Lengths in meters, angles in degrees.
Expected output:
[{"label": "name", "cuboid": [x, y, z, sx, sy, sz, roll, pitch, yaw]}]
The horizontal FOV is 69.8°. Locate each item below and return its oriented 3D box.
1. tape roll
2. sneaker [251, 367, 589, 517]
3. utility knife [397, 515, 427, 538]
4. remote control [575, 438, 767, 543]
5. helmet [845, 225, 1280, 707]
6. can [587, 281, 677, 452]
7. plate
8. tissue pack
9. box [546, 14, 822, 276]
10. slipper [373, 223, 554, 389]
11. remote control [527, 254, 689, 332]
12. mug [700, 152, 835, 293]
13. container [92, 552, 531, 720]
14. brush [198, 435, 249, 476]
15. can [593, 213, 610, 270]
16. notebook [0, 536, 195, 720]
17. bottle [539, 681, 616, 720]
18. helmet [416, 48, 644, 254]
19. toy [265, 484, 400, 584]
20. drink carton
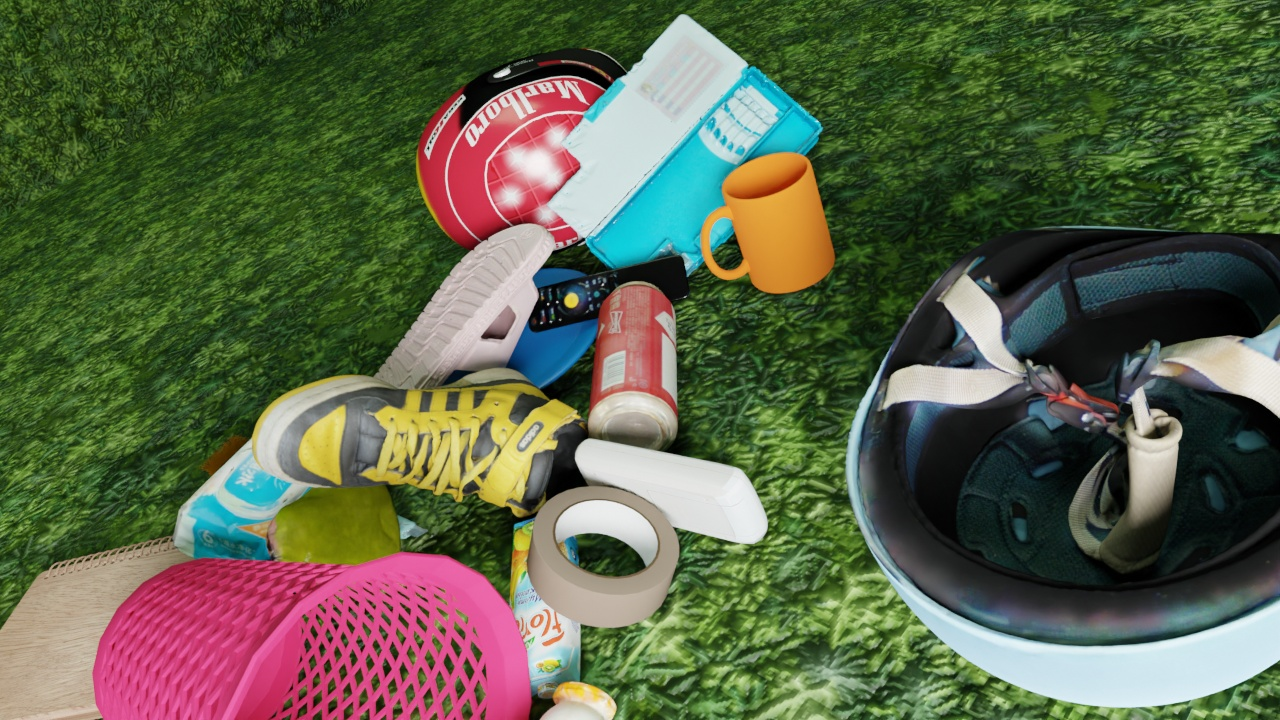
[{"label": "tape roll", "cuboid": [-0.024, 0.123, 0.584, 0.093, 0.030, 0.093, 9, 34, -6]}, {"label": "sneaker", "cuboid": [-0.139, 0.063, 0.654, 0.122, 0.086, 0.238, 26, 23, 38]}, {"label": "utility knife", "cuboid": [-0.214, 0.128, 0.745, 0.120, 0.015, 0.022, 10, 40, 36]}, {"label": "remote control", "cuboid": [0.018, 0.087, 0.617, 0.139, 0.060, 0.025, 7, 49, 37]}, {"label": "helmet", "cuboid": [0.227, 0.056, 0.439, 0.226, 0.167, 0.264, 12, 47, 44]}, {"label": "can", "cuboid": [-0.004, 0.004, 0.736, 0.067, 0.067, 0.169, -15, 35, 12]}, {"label": "plate", "cuboid": [-0.134, -0.012, 0.872, 0.224, 0.024, 0.223, -16, 35, 12]}, {"label": "tissue pack", "cuboid": [-0.285, 0.104, 0.725, 0.093, 0.062, 0.144, 16, 44, 15]}, {"label": "box", "cuboid": [0.027, -0.189, 0.854, 0.182, 0.039, 0.227, 43, 89, 10]}, {"label": "slipper", "cuboid": [-0.156, -0.020, 0.819, 0.239, 0.064, 0.094, -51, 37, -7]}, {"label": "remote control", "cuboid": [-0.031, -0.059, 0.822, 0.152, 0.041, 0.020, -12, -7, 12]}, {"label": "mug", "cuboid": [0.106, -0.111, 0.798, 0.112, 0.096, 0.077, -28, 35, -6]}, {"label": "container", "cuboid": [-0.208, 0.192, 0.531, 0.226, 0.183, 0.182, -1, 40, 41]}, {"label": "brush", "cuboid": [-0.363, 0.099, 0.867, 0.127, 0.017, 0.048, 7, 45, 37]}, {"label": "can", "cuboid": [0.011, -0.127, 0.904, 0.105, 0.064, 0.064, -19, 35, 8]}, {"label": "notebook", "cuboid": [-0.446, 0.219, 0.755, 0.211, 0.022, 0.168, -14, 37, 14]}, {"label": "bottle", "cuboid": [-0.044, 0.223, 0.473, 0.063, 0.063, 0.108, -5, 39, 25]}, {"label": "helmet", "cuboid": [-0.103, -0.220, 0.975, 0.271, 0.198, 0.224, -28, 26, -5]}, {"label": "toy", "cuboid": [-0.224, 0.123, 0.671, 0.051, 0.090, 0.109, -21, -7, 24]}, {"label": "drink carton", "cuboid": [-0.063, 0.156, 0.594, 0.044, 0.039, 0.128, -19, 34, 8]}]
